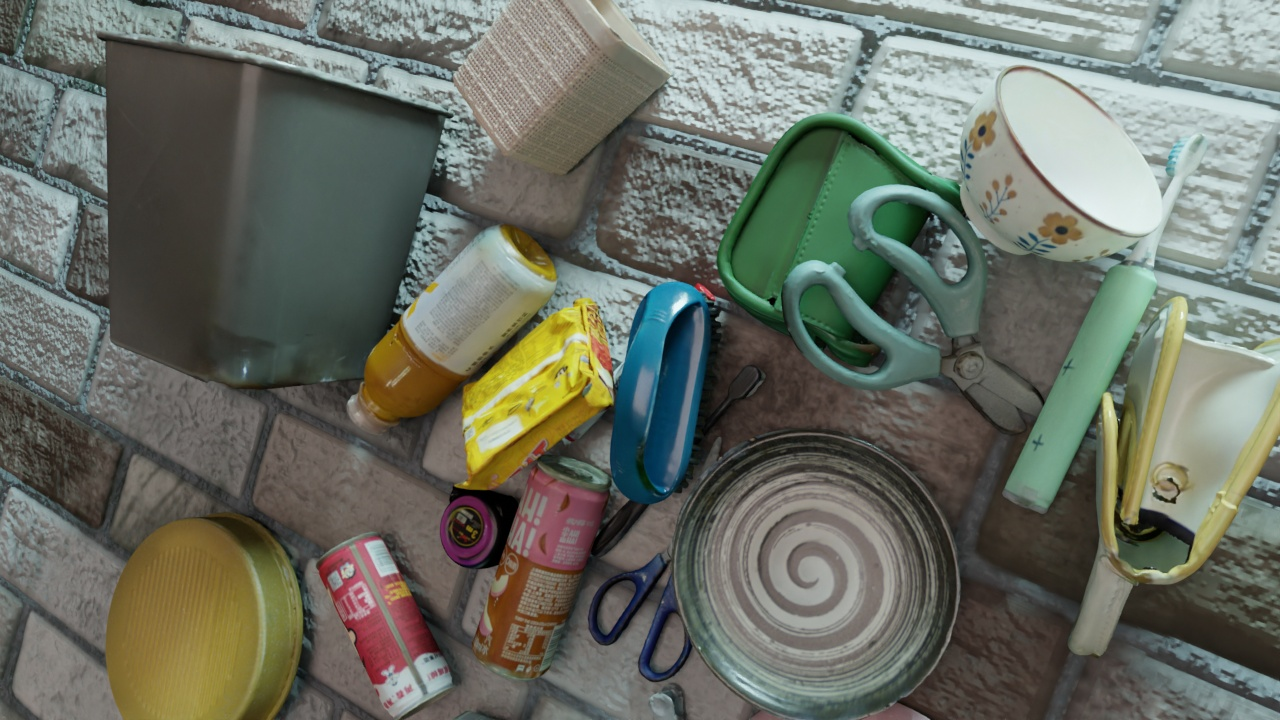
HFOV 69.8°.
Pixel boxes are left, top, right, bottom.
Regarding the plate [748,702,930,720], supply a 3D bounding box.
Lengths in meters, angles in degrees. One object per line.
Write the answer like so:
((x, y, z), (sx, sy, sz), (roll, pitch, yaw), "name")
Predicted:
((0.125, 0.299, 0.549), (0.193, 0.039, 0.192), (-1, 87, 25), "plate")

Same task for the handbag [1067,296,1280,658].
((0.239, 0.063, 0.440), (0.063, 0.163, 0.179), (24, 98, 25), "handbag")

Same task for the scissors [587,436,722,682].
((0.031, 0.138, 0.615), (0.173, 0.012, 0.132), (-36, 72, 18), "scissors")

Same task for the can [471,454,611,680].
((-0.068, 0.143, 0.635), (0.058, 0.057, 0.147), (22, 97, 24), "can")

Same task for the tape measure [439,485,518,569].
((-0.115, 0.122, 0.668), (0.057, 0.039, 0.058), (9, 86, 25), "tape measure")

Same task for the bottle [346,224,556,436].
((-0.143, -0.016, 0.671), (0.190, 0.068, 0.068), (-42, 72, 18), "bottle")

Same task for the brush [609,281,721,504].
((0.010, 0.021, 0.580), (0.055, 0.073, 0.144), (12, 94, 24), "brush")

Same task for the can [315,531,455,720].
((-0.192, 0.200, 0.692), (0.053, 0.053, 0.132), (-38, 73, 18), "can")

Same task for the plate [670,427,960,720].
((0.105, 0.131, 0.571), (0.180, 0.024, 0.179), (-3, 83, 23), "plate")

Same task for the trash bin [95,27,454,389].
((-0.274, -0.107, 0.678), (0.199, 0.198, 0.220), (17, 102, 26), "trash bin")

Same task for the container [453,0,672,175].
((-0.056, -0.196, 0.629), (0.111, 0.089, 0.090), (-42, 72, 20), "container")

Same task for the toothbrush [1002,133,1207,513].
((0.259, -0.019, 0.508), (0.026, 0.027, 0.224), (21, 98, -11), "toothbrush")

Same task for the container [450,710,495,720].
((-0.094, 0.305, 0.624), (0.112, 0.089, 0.090), (5, 90, 22), "container")

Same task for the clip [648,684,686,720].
((0.021, 0.247, 0.611), (0.025, 0.032, 0.057), (-11, 87, 26), "clip")

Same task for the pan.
((-0.372, 0.308, 0.776), (0.198, 0.078, 0.357), (5, 83, 28), "pan")

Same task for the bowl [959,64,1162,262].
((0.216, -0.097, 0.498), (0.113, 0.113, 0.062), (60, 142, 15), "bowl")

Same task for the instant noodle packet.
((-0.075, 0.026, 0.630), (0.129, 0.044, 0.110), (-36, 33, 18), "instant noodle packet")

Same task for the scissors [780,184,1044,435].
((0.156, -0.006, 0.524), (0.143, 0.019, 0.180), (-38, 101, 7), "scissors")

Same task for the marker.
((-0.004, 0.004, 0.634), (0.145, 0.017, 0.017), (-46, 71, 16), "marker")

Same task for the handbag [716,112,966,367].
((0.118, -0.073, 0.559), (0.120, 0.068, 0.131), (33, 100, 13), "handbag")

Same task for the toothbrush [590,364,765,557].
((0.023, 0.071, 0.621), (0.015, 0.018, 0.181), (47, 108, 22), "toothbrush")
